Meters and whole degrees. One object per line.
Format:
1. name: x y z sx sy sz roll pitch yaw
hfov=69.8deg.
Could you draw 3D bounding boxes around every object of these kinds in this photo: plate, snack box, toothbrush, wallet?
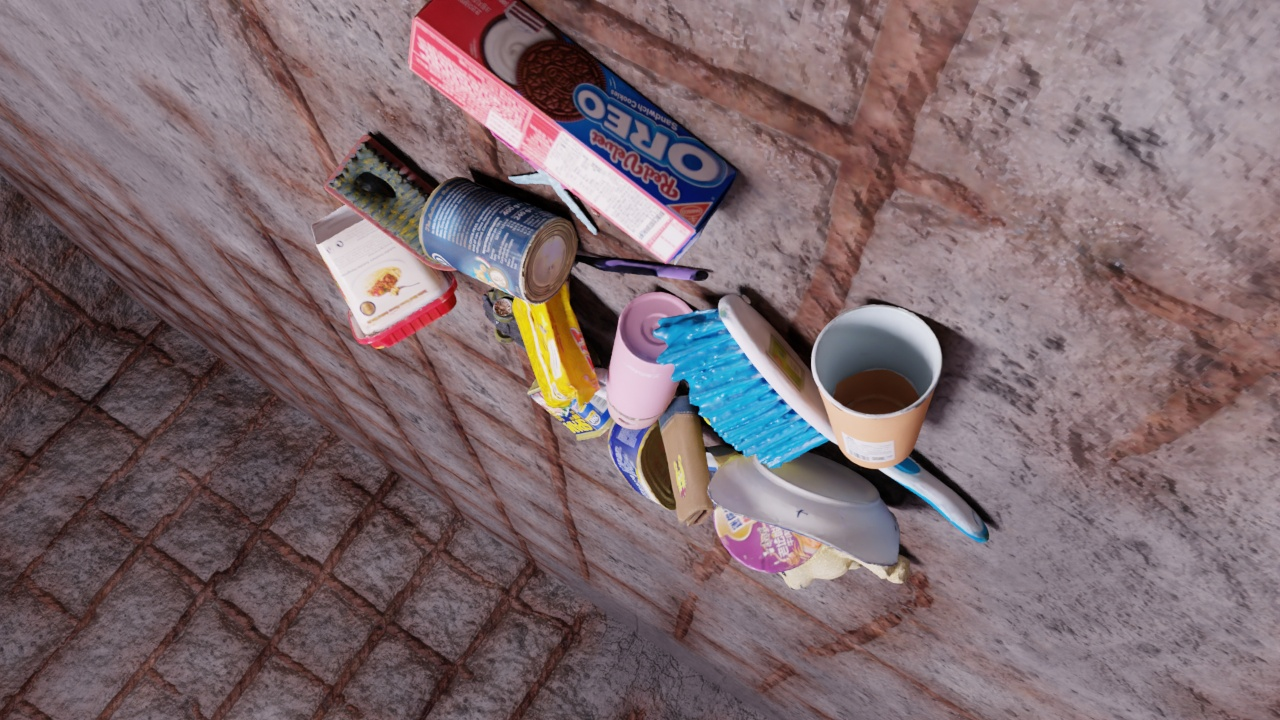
1. plate: 0.147 0.112 0.790 0.164 0.034 0.163 19 -166 11
2. snack box: -0.041 -0.146 0.562 0.207 0.057 0.058 37 157 -5
3. toothbrush: -0.015 -0.075 0.741 0.189 0.014 0.017 13 158 45
4. wallet: 0.047 0.100 0.906 0.033 0.115 0.090 -7 161 -9

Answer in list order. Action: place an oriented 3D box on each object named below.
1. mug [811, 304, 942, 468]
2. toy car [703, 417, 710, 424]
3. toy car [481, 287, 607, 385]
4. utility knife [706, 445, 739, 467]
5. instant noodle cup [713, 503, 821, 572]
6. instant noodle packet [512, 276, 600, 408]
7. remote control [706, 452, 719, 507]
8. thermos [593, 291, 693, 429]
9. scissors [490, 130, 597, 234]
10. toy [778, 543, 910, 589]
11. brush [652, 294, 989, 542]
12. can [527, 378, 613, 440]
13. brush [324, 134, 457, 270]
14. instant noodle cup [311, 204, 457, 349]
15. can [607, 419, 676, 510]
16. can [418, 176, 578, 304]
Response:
1. mug: 0.159 0.026 0.617 0.078 0.078 0.123 25 162 25
2. toy car: 0.099 0.055 0.829 0.105 0.032 0.048 6 145 49
3. toy car: -0.096 -0.022 0.942 0.158 0.042 0.070 33 160 4
4. utility knife: 0.123 0.144 0.999 0.031 0.019 0.183 -15 130 26
5. instant noodle cup: 0.122 0.156 0.919 0.111 0.111 0.099 34 167 3
6. instant noodle packet: -0.078 -0.017 0.850 0.111 0.044 0.128 158 95 -72
7. remote control: 0.091 0.141 1.030 0.049 0.024 0.125 1 145 33
8. thermos: -0.005 0.005 0.822 0.087 0.067 0.199 22 160 1
9. scissors: -0.066 -0.138 0.682 0.133 0.017 0.134 15 156 50
10. toy: 0.205 0.210 0.958 0.105 0.066 0.158 21 160 -37
11. brush: 0.147 0.062 0.720 0.110 0.060 0.314 -30 116 30
12. can: -0.072 0.040 1.023 0.083 0.057 0.102 41 159 -12
13. brush: -0.212 -0.138 0.847 0.146 0.063 0.069 38 -178 -14
14. instant noodle cup: -0.264 -0.095 0.930 0.124 0.116 0.116 62 172 -32
15. can: 0.016 0.109 1.015 0.049 0.074 0.148 24 157 35
16. can: -0.116 -0.099 0.755 0.111 0.075 0.075 25 157 24
